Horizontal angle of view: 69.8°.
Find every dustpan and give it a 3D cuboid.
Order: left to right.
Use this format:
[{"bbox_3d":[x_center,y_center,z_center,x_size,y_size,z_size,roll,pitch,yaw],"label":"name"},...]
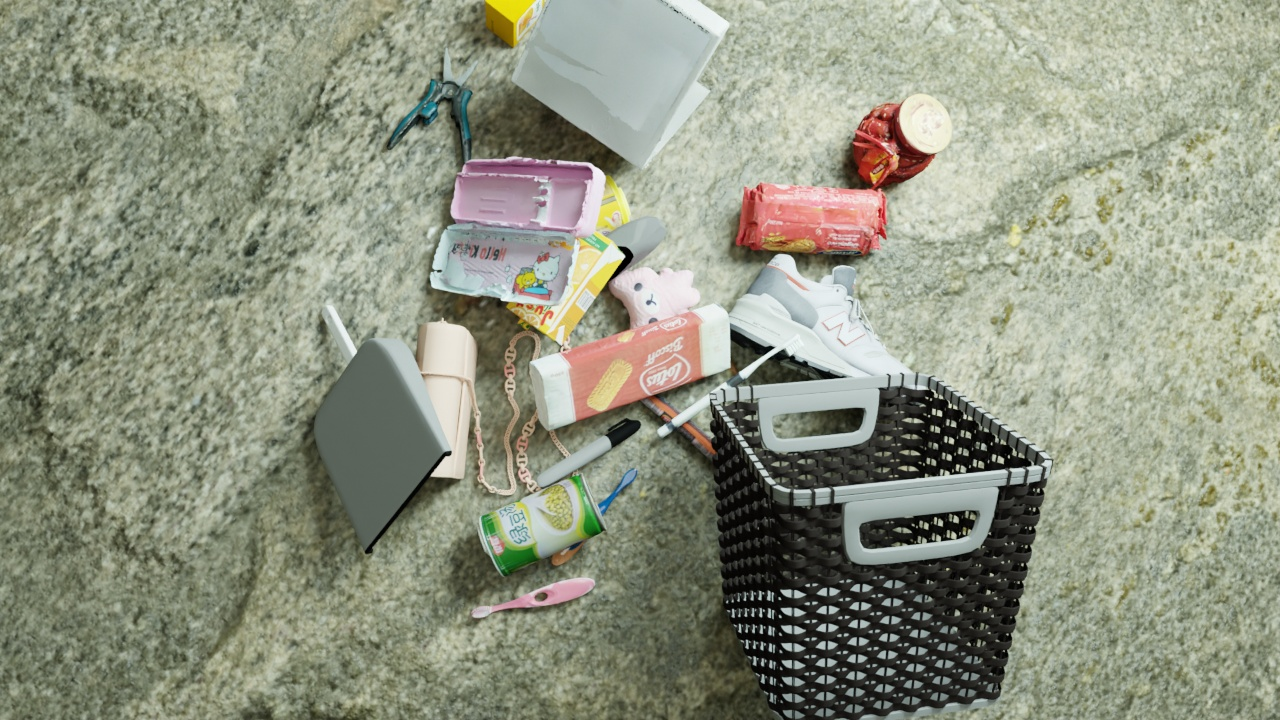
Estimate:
[{"bbox_3d":[-0.279,0.041,0.927,0.164,0.033,0.257,-48,63,28],"label":"dustpan"}]

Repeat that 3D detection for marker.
[{"bbox_3d":[-0.056,0.098,0.990,0.138,0.016,0.022,-28,63,-26],"label":"marker"}]

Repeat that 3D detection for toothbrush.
[{"bbox_3d":[-0.114,0.254,0.975,0.135,0.016,0.021,-13,84,-9],"label":"toothbrush"},{"bbox_3d":[-0.050,0.169,0.997,0.021,0.017,0.135,41,82,3],"label":"toothbrush"},{"bbox_3d":[0.096,0.030,0.991,0.187,0.012,0.017,-36,92,10],"label":"toothbrush"}]

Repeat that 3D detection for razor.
[{"bbox_3d":[-0.041,-0.105,0.996,0.156,0.060,0.057,-38,118,3],"label":"razor"}]

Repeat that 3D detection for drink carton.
[{"bbox_3d":[-0.123,-0.425,1.045,0.040,0.058,0.122,38,79,-1],"label":"drink carton"},{"bbox_3d":[-0.079,-0.079,0.950,0.058,0.041,0.122,34,87,25],"label":"drink carton"}]

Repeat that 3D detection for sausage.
[{"bbox_3d":[0.056,0.080,1.020,0.155,0.020,0.020,40,79,-1],"label":"sausage"}]

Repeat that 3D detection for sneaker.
[{"bbox_3d":[0.220,-0.041,1.024,0.240,0.089,0.124,22,83,-1],"label":"sneaker"}]

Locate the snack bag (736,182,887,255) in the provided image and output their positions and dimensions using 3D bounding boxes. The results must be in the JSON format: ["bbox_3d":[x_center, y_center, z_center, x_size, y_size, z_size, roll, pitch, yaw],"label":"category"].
[{"bbox_3d":[0.199,-0.161,1.041,0.176,0.082,0.082,2,82,-7],"label":"snack bag"}]

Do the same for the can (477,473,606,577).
[{"bbox_3d":[-0.103,0.171,0.955,0.121,0.067,0.067,-23,86,-4],"label":"can"}]

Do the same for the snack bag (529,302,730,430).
[{"bbox_3d":[-0.006,0.006,0.975,0.225,0.041,0.078,-17,124,-19],"label":"snack bag"}]

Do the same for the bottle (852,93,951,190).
[{"bbox_3d":[0.289,-0.246,1.051,0.099,0.111,0.099,3,80,-19],"label":"bottle"}]

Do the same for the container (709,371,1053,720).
[{"bbox_3d":[0.209,0.173,0.884,0.247,0.245,0.244,-5,109,-8],"label":"container"}]

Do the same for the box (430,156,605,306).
[{"bbox_3d":[-0.131,-0.136,0.957,0.202,0.041,0.153,12,89,38],"label":"box"}]

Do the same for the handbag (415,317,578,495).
[{"bbox_3d":[-0.149,0.037,0.949,0.187,0.117,0.198,5,81,-7],"label":"handbag"}]

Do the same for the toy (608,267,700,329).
[{"bbox_3d":[0.019,-0.066,1.014,0.096,0.052,0.099,-21,84,17],"label":"toy"}]

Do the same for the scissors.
[{"bbox_3d":[-0.216,-0.274,1.033,0.118,0.019,0.148,41,77,0],"label":"scissors"}]

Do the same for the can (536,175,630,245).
[{"bbox_3d":[-0.069,-0.156,1.011,0.105,0.068,0.067,-22,86,-9],"label":"can"}]

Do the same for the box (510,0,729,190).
[{"bbox_3d":[-0.025,-0.304,1.058,0.167,0.446,0.165,35,89,-2],"label":"box"}]
